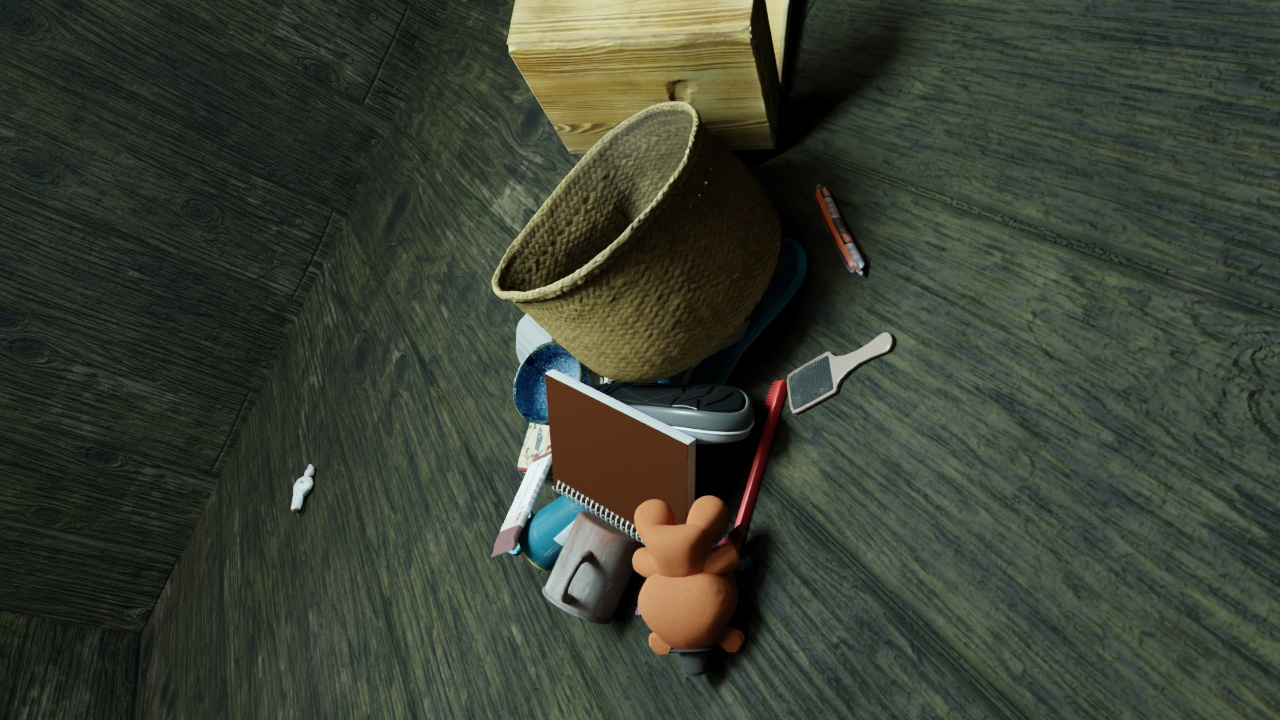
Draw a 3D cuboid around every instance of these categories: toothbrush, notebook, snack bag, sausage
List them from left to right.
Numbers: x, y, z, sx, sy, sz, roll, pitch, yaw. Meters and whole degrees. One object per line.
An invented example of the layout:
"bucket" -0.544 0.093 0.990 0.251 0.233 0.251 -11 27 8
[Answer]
"snack bag" -0.152 0.186 1.209 0.057 0.013 0.157 -28 32 46
"notebook" -0.025 0.120 1.028 0.209 0.022 0.172 24 129 35
"toothbrush" 0.051 0.229 0.986 0.190 0.016 0.016 -49 31 35
"toothbrush" 0.119 0.121 0.974 0.018 0.012 0.212 4 74 57
"sausage" 0.214 -0.144 0.996 0.020 0.020 0.155 -46 38 30

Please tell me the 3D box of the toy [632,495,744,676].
"toy" 0.046 0.226 0.918 0.112 0.096 0.176 -5 79 19

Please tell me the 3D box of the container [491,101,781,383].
"container" 0.009 -0.124 1.041 0.308 0.196 0.306 -37 28 23

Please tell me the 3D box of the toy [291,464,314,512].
"toy" -0.821 0.311 2.227 0.079 0.038 0.122 -20 51 58

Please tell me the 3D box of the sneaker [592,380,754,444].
"sneaker" 0.030 0.107 1.036 0.257 0.092 0.160 4 110 47

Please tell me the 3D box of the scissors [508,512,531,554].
"scissors" -0.149 0.243 1.301 0.142 0.015 0.076 -1 68 49

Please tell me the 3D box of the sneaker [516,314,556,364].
"sneaker" -0.122 -0.075 1.408 0.099 0.089 0.237 47 133 33

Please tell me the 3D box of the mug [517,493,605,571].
"mug" -0.091 0.208 1.177 0.122 0.078 0.078 -41 40 28

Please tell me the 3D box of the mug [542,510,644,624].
"mug" -0.059 0.240 1.066 0.096 0.123 0.110 19 88 16

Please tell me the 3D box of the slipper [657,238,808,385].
"slipper" 0.084 -0.028 1.080 0.295 0.060 0.118 -53 31 21

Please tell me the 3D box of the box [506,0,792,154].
"box" 0.037 -0.442 1.143 0.279 0.286 0.335 1 70 15

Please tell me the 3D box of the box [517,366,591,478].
"box" -0.109 0.069 1.313 0.118 0.051 0.205 1 70 55

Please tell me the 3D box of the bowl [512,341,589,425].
"bowl" -0.110 0.037 1.235 0.115 0.060 0.114 -13 66 30

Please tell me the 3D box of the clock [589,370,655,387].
"clock" -0.008 0.007 1.192 0.157 0.061 0.103 -51 34 37

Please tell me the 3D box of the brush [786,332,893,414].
"brush" 0.197 0.007 0.927 0.136 0.015 0.049 -35 46 41
